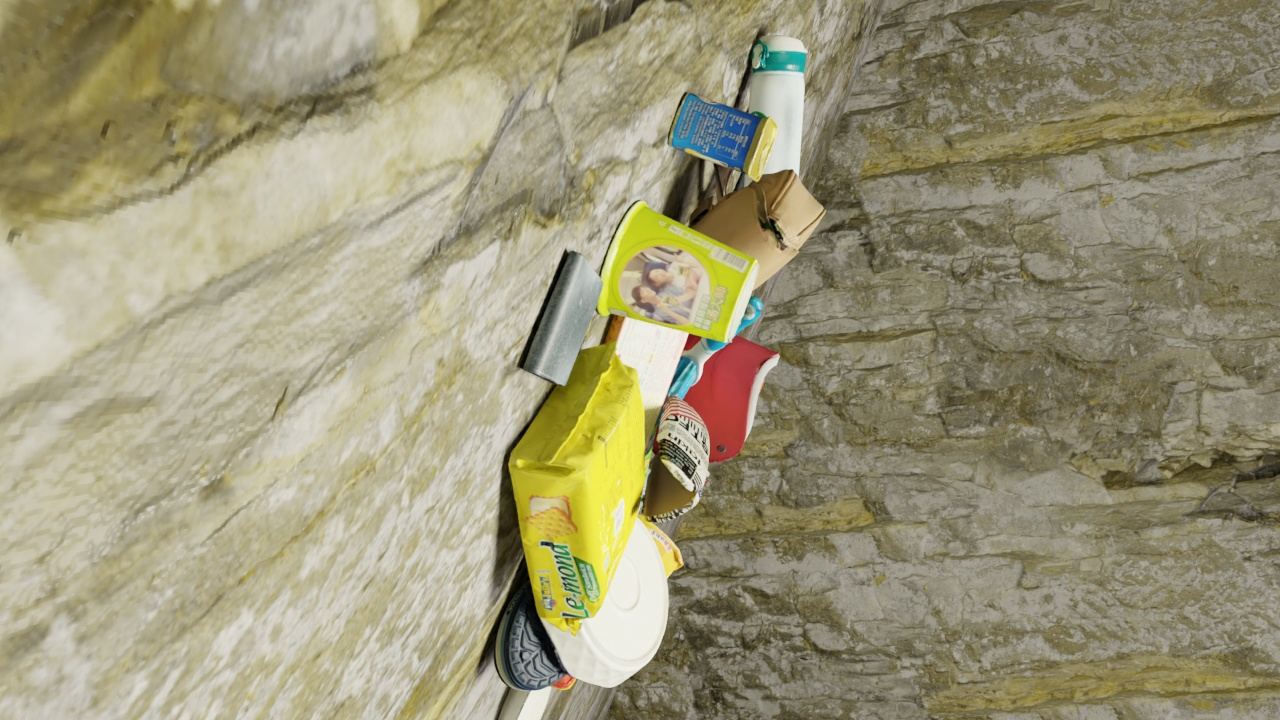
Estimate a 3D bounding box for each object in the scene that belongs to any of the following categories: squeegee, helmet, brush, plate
[{"bbox_3d":[0.126,-0.258,1.161,0.248,0.040,0.248,70,34,-50],"label":"squeegee"},{"bbox_3d":[0.072,0.055,1.257,0.206,0.144,0.241,-64,-176,-33],"label":"helmet"},{"bbox_3d":[0.053,0.006,1.017,0.109,0.060,0.315,-51,-178,-14],"label":"brush"},{"bbox_3d":[-0.034,0.244,0.991,0.205,0.046,0.204,37,43,-45],"label":"plate"},{"bbox_3d":[-0.148,0.441,1.194,0.163,0.034,0.164,-42,151,-69],"label":"plate"}]

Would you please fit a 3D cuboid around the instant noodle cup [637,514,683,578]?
[{"bbox_3d":[-0.031,0.274,1.210,0.109,0.138,0.138,-53,163,-31],"label":"instant noodle cup"}]

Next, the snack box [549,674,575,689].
[{"bbox_3d":[-0.100,0.332,1.099,0.091,0.082,0.080,-59,156,-47],"label":"snack box"}]

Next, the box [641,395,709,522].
[{"bbox_3d":[0.029,0.102,0.930,0.087,0.075,0.162,-46,-169,16],"label":"box"}]

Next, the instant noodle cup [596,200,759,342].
[{"bbox_3d":[0.038,-0.072,0.833,0.111,0.123,0.111,23,89,-80],"label":"instant noodle cup"}]

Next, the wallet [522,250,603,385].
[{"bbox_3d":[-0.057,-0.029,0.729,0.121,0.019,0.097,47,65,-82],"label":"wallet"}]

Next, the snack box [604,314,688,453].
[{"bbox_3d":[-0.010,0.023,0.925,0.027,0.077,0.156,39,-69,59],"label":"snack box"}]

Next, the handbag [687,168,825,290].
[{"bbox_3d":[0.090,-0.118,0.972,0.205,0.100,0.147,-38,-170,28],"label":"handbag"}]

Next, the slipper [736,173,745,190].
[{"bbox_3d":[0.183,-0.237,1.388,0.111,0.083,0.267,87,28,-71],"label":"slipper"}]

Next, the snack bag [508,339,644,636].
[{"bbox_3d":[-0.047,0.122,0.837,0.157,0.068,0.247,-59,155,-46],"label":"snack bag"}]

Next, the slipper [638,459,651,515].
[{"bbox_3d":[0.006,0.182,1.294,0.245,0.104,0.074,-4,117,-86],"label":"slipper"}]

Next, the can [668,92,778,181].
[{"bbox_3d":[0.080,-0.213,0.874,0.102,0.083,0.057,-30,141,-75],"label":"can"}]

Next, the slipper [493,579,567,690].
[{"bbox_3d":[-0.087,0.274,1.023,0.252,0.095,0.105,-21,89,-57],"label":"slipper"}]

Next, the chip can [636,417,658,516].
[{"bbox_3d":[-0.026,0.127,1.072,0.237,0.072,0.072,100,15,-48],"label":"chip can"}]

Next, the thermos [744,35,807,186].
[{"bbox_3d":[0.158,-0.269,1.096,0.073,0.073,0.224,-36,130,-72],"label":"thermos"}]
